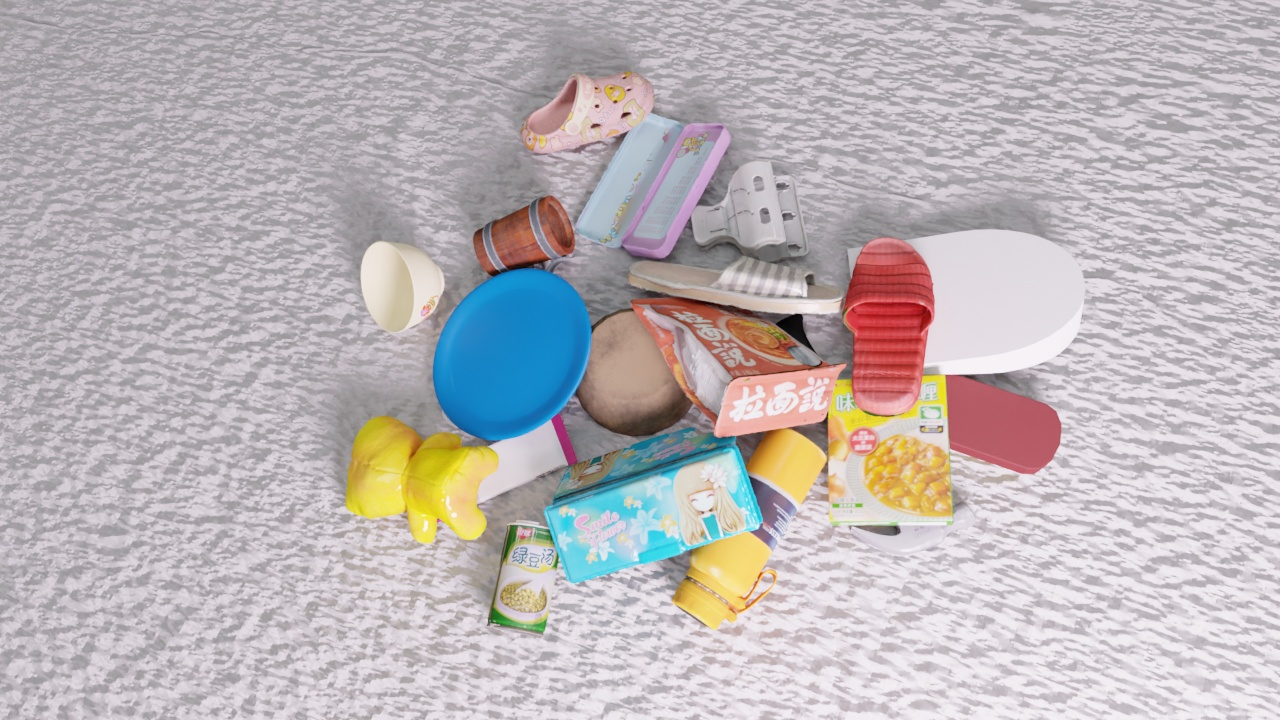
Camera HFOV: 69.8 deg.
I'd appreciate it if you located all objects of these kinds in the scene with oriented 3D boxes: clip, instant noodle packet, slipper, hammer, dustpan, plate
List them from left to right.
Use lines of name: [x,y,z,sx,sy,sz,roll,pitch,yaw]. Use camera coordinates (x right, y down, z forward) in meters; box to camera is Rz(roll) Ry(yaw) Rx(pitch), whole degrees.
plate: [-0.158,-0.007,1.141,0.225,0.024,0.224,-9,67,22]
slipper: [-0.078,-0.352,1.263,0.197,0.081,0.093,-21,54,2]
instant noodle packet: [0.104,-0.015,1.073,0.164,0.084,0.221,-7,37,-30]
slipper: [0.115,-0.100,1.133,0.273,0.114,0.054,9,106,19]
clip: [0.138,-0.191,1.181,0.151,0.105,0.126,-4,65,-5]
hammer: [0.249,0.081,1.086,0.127,0.029,0.323,-27,67,-4]
slipper: [0.287,-0.054,1.063,0.104,0.059,0.248,-2,56,19]
dustpan: [0.392,-0.066,1.108,0.258,0.053,0.191,-8,53,15]

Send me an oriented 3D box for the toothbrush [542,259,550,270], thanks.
toothbrush: [-0.110,-0.093,1.209,0.017,0.012,0.186,-13,67,-12]

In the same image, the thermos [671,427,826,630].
thermos: [0.126,0.190,1.028,0.091,0.076,0.232,23,71,37]

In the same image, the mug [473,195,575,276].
mug: [-0.147,-0.141,1.193,0.111,0.081,0.117,-18,91,19]

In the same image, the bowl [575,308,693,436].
bowl: [-0.007,0.007,1.124,0.162,0.070,0.162,-3,68,6]

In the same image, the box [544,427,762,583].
box: [0.008,0.141,1.022,0.227,0.086,0.168,-19,52,14]

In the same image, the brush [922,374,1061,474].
brush: [0.391,0.072,1.062,0.173,0.042,0.082,19,72,14]

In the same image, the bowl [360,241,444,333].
bowl: [-0.299,-0.100,1.196,0.073,0.118,0.118,-17,59,-46]

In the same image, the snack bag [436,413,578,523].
snack bag: [-0.177,0.133,1.124,0.196,0.016,0.070,-24,67,0]

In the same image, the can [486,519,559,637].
can: [-0.130,0.248,1.046,0.067,0.067,0.120,6,70,10]

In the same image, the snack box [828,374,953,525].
snack box: [0.279,0.101,1.032,0.132,0.027,0.167,-3,69,19]

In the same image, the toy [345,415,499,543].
toy: [-0.269,0.143,1.082,0.194,0.087,0.134,12,83,25]

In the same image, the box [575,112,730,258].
box: [0.017,-0.239,1.234,0.151,0.041,0.213,19,71,27]

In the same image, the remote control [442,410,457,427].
remote control: [-0.231,0.020,1.178,0.043,0.013,0.136,-5,68,5]
